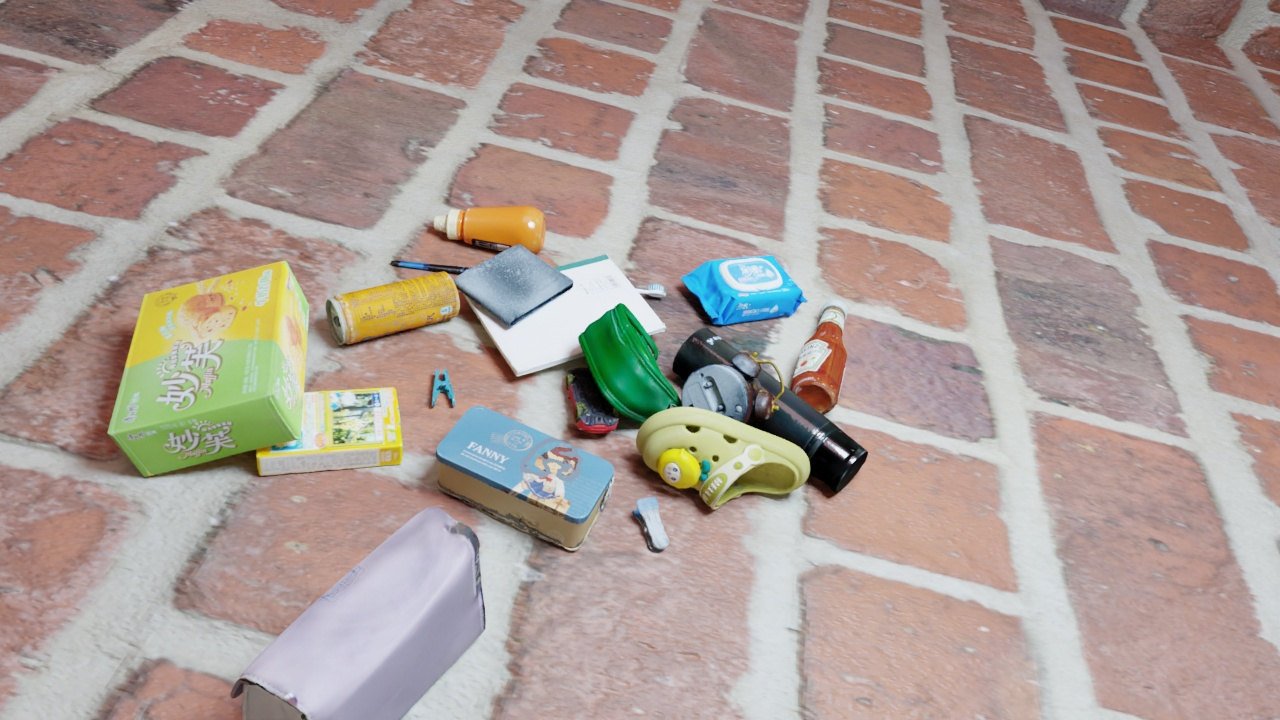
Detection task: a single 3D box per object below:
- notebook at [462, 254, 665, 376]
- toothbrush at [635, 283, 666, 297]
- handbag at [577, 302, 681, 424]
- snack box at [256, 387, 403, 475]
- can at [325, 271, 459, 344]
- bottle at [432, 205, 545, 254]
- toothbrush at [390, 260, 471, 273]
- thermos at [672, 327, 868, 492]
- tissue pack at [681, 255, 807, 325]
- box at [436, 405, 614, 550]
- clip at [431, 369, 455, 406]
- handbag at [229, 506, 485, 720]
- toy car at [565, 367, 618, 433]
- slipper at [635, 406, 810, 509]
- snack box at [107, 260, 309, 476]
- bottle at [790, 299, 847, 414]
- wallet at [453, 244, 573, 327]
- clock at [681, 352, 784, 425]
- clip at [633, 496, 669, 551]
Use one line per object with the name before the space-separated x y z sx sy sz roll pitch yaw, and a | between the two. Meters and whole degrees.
notebook | -0.093 -0.062 1.134 0.208 0.012 0.150 -18 53 -28
toothbrush | -0.074 -0.096 1.199 0.221 0.027 0.026 3 64 -12
handbag | -0.006 0.006 1.051 0.120 0.068 0.131 38 18 -45
snack box | -0.319 0.071 0.944 0.140 0.034 0.086 -5 45 -18
can | -0.289 -0.062 1.079 0.145 0.058 0.058 -17 50 -31
bottle | -0.204 -0.179 1.234 0.149 0.067 0.066 5 42 1
toothbrush | -0.228 -0.119 1.191 0.189 0.016 0.014 6 34 -7
thermos | 0.153 0.057 1.074 0.242 0.068 0.089 39 18 23
tissue pack | 0.141 -0.098 1.242 0.157 0.052 0.095 -9 46 -24
box | -0.123 0.115 0.930 0.184 0.060 0.089 23 41 7
clip | -0.222 0.031 1.029 0.039 0.014 0.055 1 45 -16
handbag | -0.214 0.222 0.721 0.098 0.145 0.196 31 43 14
toy car | -0.057 0.044 1.046 0.049 0.031 0.106 2 35 -18
slipper | 0.088 0.111 0.971 0.190 0.092 0.081 15 44 -4
snack box | -0.426 0.002 0.929 0.157 0.070 0.209 -14 45 -3
bottle | 0.235 -0.012 1.168 0.060 0.060 0.205 20 40 6
wallet | -0.155 -0.094 1.131 0.097 0.019 0.120 36 47 18
clock | 0.103 0.039 1.018 0.055 0.122 0.082 -8 74 -58
clip | 0.012 0.169 0.937 0.027 0.045 0.058 -3 53 -23
